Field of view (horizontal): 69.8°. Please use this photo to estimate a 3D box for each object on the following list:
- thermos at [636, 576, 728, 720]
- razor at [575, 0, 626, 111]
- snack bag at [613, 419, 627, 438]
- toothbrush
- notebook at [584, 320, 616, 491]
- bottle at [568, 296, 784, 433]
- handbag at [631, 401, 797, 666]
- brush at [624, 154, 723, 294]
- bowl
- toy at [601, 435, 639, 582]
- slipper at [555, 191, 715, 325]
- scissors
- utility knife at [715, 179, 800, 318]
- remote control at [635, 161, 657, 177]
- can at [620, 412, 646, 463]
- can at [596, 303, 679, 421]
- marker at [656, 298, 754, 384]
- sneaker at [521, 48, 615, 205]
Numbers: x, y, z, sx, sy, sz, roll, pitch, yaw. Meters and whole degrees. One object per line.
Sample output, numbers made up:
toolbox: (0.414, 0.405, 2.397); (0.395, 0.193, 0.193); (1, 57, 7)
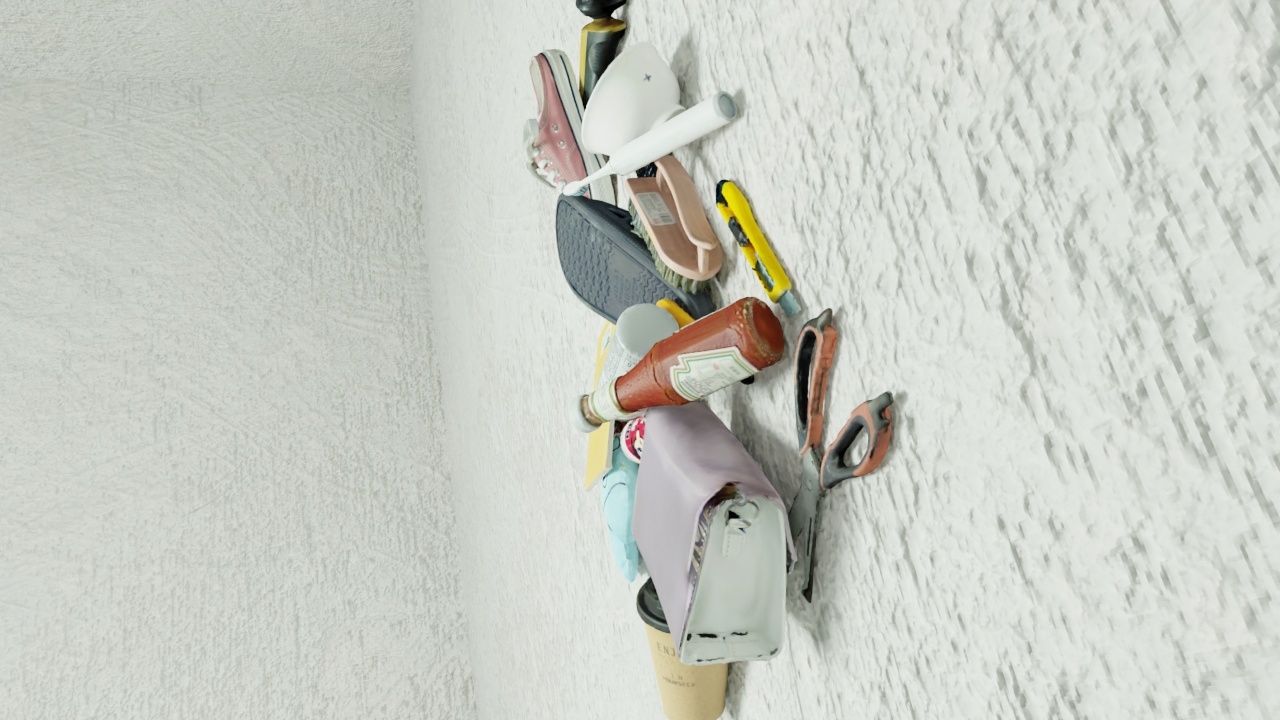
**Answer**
thermos: (0.045, 0.263, 0.850); (0.093, 0.093, 0.143); (-135, 38, -63)
razor: (-0.053, -0.361, 1.081); (0.067, 0.062, 0.168); (43, 148, 21)
snack bag: (-0.033, 0.098, 1.138); (0.106, 0.026, 0.045); (104, 152, -47)
toothbrush: (0.000, -0.192, 0.851); (0.222, 0.026, 0.026); (-17, 69, 45)
notebook: (-0.045, 0.045, 1.107); (0.146, 0.010, 0.206); (125, 151, -67)
bottle: (0.022, 0.012, 0.763); (0.207, 0.059, 0.059); (-27, 64, 34)
handbag: (0.056, 0.130, 0.748); (0.197, 0.098, 0.145); (-124, 31, -69)
brush: (0.034, -0.126, 0.844); (0.073, 0.063, 0.145); (105, 153, -42)
bowl: (0.005, -0.238, 0.888); (0.065, 0.118, 0.119); (36, 140, 15)
toy: (-0.020, 0.173, 1.075); (0.157, 0.049, 0.161); (103, 161, -59)
slipper: (0.003, -0.087, 0.937); (0.268, 0.083, 0.111); (43, 136, 38)
scissors: (0.131, 0.071, 0.665); (0.225, 0.015, 0.188); (126, 137, -63)
utility knife: (0.093, -0.094, 0.749); (0.033, 0.015, 0.177); (101, 157, -43)
remote control: (0.010, -0.208, 0.959); (0.053, 0.024, 0.136); (107, 154, -49)
can: (0.021, 0.075, 0.930); (0.133, 0.053, 0.053); (149, 116, -69)
can: (-0.005, 0.005, 0.867); (0.147, 0.058, 0.058); (112, 150, -61)
marker: (0.057, -0.018, 0.811); (0.124, 0.015, 0.018); (43, 136, 33)
sneaker: (-0.101, -0.254, 1.124); (0.118, 0.087, 0.241); (-162, 53, -71)
